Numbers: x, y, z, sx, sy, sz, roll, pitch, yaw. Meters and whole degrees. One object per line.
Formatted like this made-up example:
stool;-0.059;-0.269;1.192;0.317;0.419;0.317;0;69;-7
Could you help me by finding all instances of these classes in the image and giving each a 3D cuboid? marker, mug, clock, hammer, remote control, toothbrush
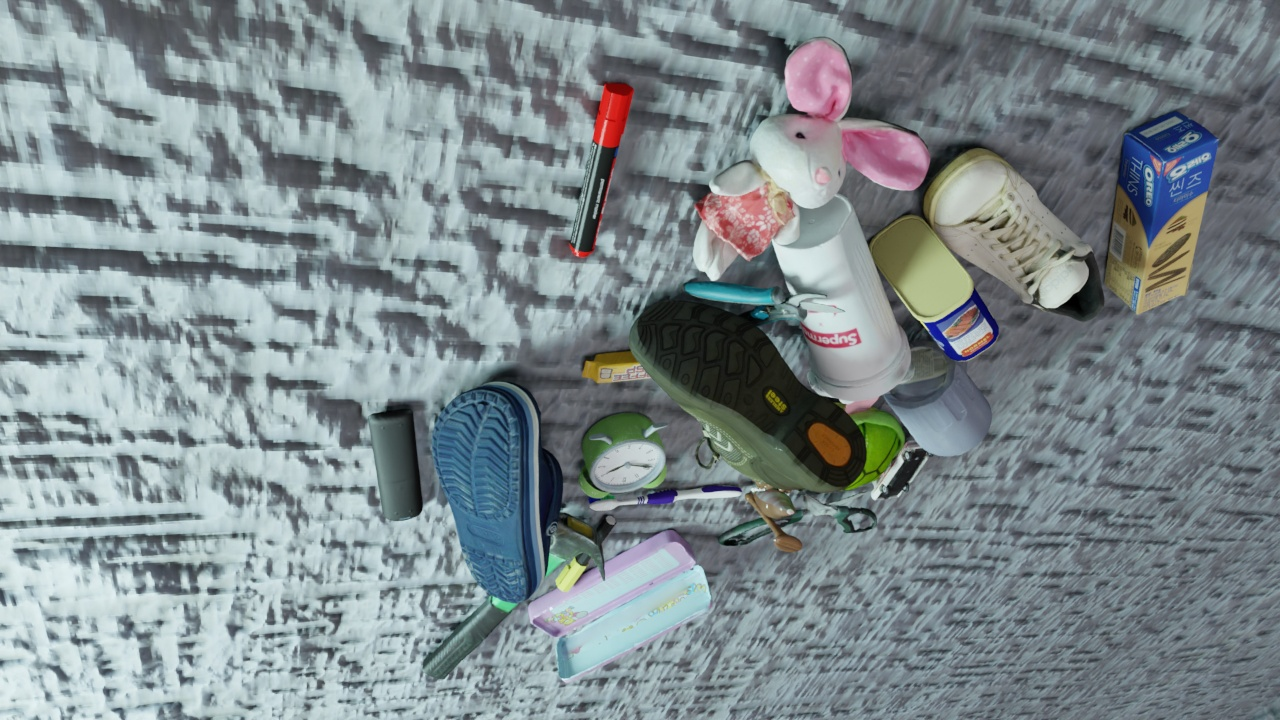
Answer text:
marker;-0.064;0.224;1.063;0.021;0.017;0.124;13;126;-31
mug;0.304;0.021;0.940;0.084;0.123;0.104;-4;148;38
marker;-0.032;-0.143;0.709;0.023;0.021;0.145;-28;147;-40
clock;-0.017;0.100;0.940;0.094;0.042;0.120;-8;135;-13
hammer;-0.160;0.282;1.067;0.130;0.032;0.320;28;121;-27
remote control;-0.232;0.102;0.876;0.041;0.020;0.152;-8;134;-16
toothbrush;0.030;0.152;1.030;0.186;0.016;0.015;-2;134;-22

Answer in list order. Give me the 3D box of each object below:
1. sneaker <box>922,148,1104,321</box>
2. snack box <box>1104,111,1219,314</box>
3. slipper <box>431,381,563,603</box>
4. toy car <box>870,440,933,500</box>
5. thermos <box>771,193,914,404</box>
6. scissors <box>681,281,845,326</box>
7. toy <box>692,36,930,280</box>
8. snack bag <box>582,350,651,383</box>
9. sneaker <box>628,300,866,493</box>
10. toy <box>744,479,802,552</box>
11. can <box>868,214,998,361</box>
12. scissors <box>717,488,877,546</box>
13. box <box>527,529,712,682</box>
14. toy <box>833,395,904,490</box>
sneaker;0.350;-0.099;0.839;0.241;0.102;0.089;25;120;-37
snack box;0.503;-0.137;0.893;0.056;0.057;0.207;-23;137;0
slipper;-0.129;0.121;0.888;0.095;0.105;0.253;-39;139;-47
toy car;0.309;0.125;1.091;0.039;0.039;0.113;-4;139;-17
thermos;0.182;-0.049;0.840;0.099;0.099;0.220;-27;132;6
scissors;0.100;-0.051;0.802;0.124;0.019;0.156;20;166;-7
toy;0.113;-0.143;0.718;0.195;0.084;0.159;-40;126;18
snack bag;-0.005;0.005;0.867;0.099;0.020;0.026;-5;136;-16
sneaker;0.088;0.041;0.856;0.100;0.238;0.143;-51;179;-22
toy;0.153;0.165;1.037;0.041;0.102;0.055;23;105;-30
can;0.269;-0.063;0.836;0.057;0.116;0.092;-37;137;16
scissors;0.204;0.202;1.132;0.202;0.015;0.201;-23;147;20
box;-0.023;0.302;1.102;0.214;0.092;0.089;-30;137;9
toy;0.201;0.090;0.983;0.238;0.087;0.191;18;135;-40
